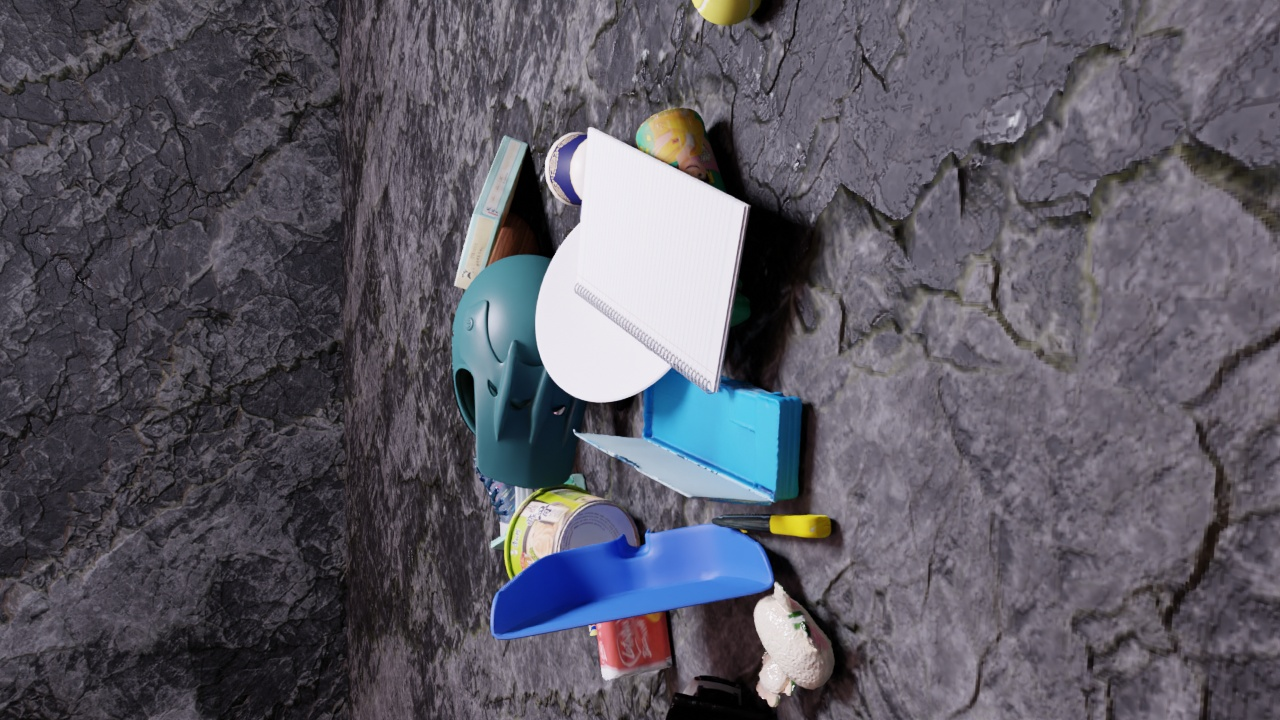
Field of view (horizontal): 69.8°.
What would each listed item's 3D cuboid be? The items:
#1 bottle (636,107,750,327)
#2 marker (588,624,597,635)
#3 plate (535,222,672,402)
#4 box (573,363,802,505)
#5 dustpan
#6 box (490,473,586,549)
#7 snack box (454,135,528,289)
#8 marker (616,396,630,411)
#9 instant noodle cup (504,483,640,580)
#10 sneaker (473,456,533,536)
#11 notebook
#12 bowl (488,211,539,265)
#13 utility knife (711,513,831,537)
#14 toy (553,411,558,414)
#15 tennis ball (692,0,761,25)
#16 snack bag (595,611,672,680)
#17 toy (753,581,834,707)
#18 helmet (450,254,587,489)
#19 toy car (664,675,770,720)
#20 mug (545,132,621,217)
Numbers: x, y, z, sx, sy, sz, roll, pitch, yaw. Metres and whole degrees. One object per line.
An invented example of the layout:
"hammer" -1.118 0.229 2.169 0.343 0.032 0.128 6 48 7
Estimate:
"bottle" 0.054 -0.131 0.858 0.068 0.068 0.209 -42 59 56
"marker" -0.068 0.285 1.181 0.014 0.014 0.132 -37 59 58
"plate" -0.016 -0.064 0.972 0.230 0.030 0.229 -14 67 34
"box" 0.034 0.063 0.857 0.244 0.115 0.094 17 108 62
"dustpan" -0.005 0.205 0.908 0.257 0.245 0.059 69 -170 -82
"box" -0.145 0.214 1.244 0.189 0.092 0.077 -38 59 58
"snack box" -0.215 -0.213 1.333 0.142 0.044 0.193 118 167 -45
"marker" -0.006 0.006 1.043 0.018 0.015 0.134 -80 8 -54
"instant noodle cup" -0.074 0.216 1.057 0.098 0.146 0.146 -7 85 53
"sneaker" -0.212 0.174 1.386 0.088 0.079 0.235 -12 80 62
"notebook" 0.008 -0.099 0.863 0.245 0.013 0.178 38 131 45
"bowl" -0.176 -0.128 1.292 0.147 0.069 0.147 -162 91 -82
"utility knife" 0.109 0.144 0.813 0.173 0.028 0.020 165 107 -64
"toy" -0.132 0.106 1.272 0.109 0.041 0.095 -4 86 57
"tennis ball" 0.076 -0.329 0.805 0.065 0.065 0.065 6 97 63
"snack bag" -0.010 0.282 0.998 0.036 0.077 0.116 151 114 -62
"toy" 0.124 0.235 0.762 0.087 0.050 0.112 45 144 47
"helmet" -0.140 0.008 1.115 0.200 0.176 0.274 3 85 65
"toy car" 0.057 0.375 0.886 0.071 0.094 0.192 -78 -1 -63
"mug" -0.051 -0.203 1.046 0.089 0.085 0.112 23 117 58
